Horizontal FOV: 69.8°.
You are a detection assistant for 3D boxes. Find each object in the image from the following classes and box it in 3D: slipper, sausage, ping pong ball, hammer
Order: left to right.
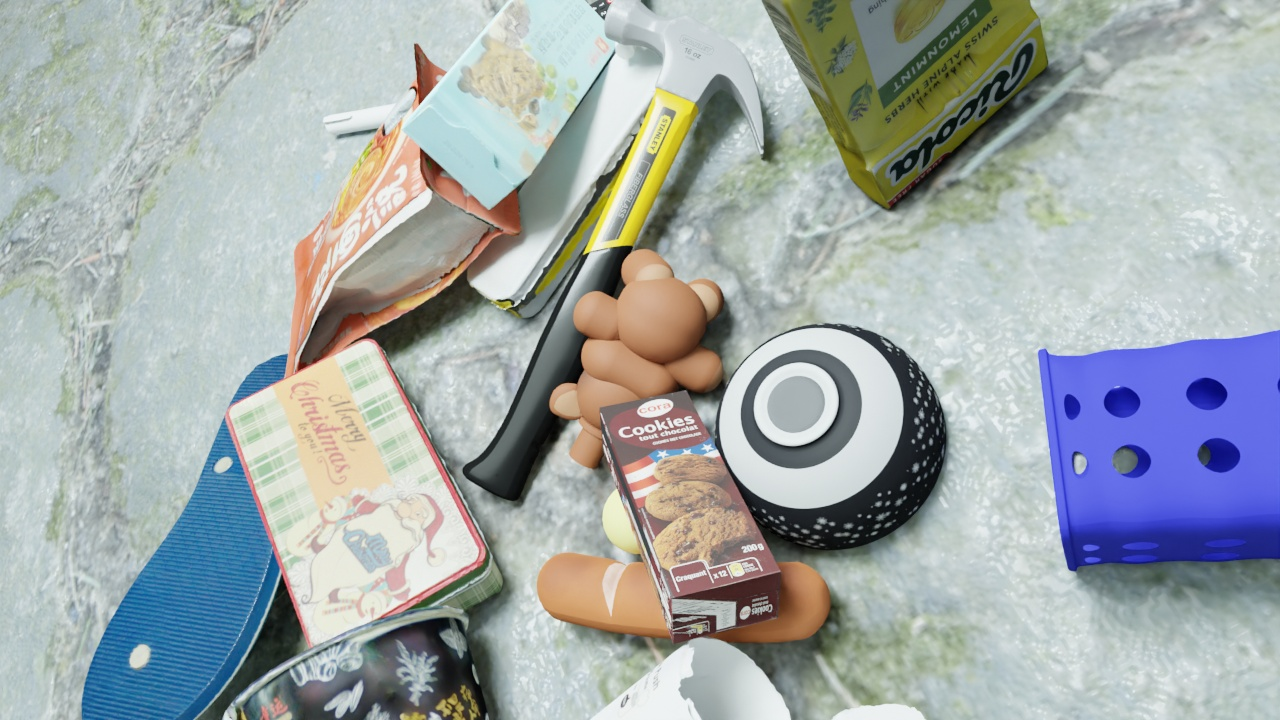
[{"bbox_3d":[-0.277,0.126,0.642,0.118,0.060,0.294,-3,56,22],"label":"slipper"},{"bbox_3d":[-0.023,-0.063,0.579,0.127,0.029,0.323,25,89,8],"label":"hammer"},{"bbox_3d":[-0.001,0.088,0.514,0.040,0.040,0.040,-11,65,25],"label":"ping pong ball"},{"bbox_3d":[0.019,0.126,0.485,0.164,0.044,0.039,-4,34,27],"label":"sausage"}]

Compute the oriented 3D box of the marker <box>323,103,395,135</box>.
[{"bbox_3d":[-0.209,-0.204,0.760,0.134,0.020,0.017,0,80,29],"label":"marker"}]

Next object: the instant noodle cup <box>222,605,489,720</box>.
[{"bbox_3d":[-0.136,0.215,0.491,0.137,0.137,0.112,-35,66,12],"label":"instant noodle cup"}]

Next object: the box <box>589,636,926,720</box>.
[{"bbox_3d":[0.049,0.185,0.425,0.126,0.084,0.156,42,114,0],"label":"box"}]

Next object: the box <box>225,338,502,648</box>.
[{"bbox_3d":[-0.180,0.085,0.584,0.117,0.051,0.205,-26,54,-14],"label":"box"}]

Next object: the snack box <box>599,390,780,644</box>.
[{"bbox_3d":[0.020,0.073,0.468,0.051,0.032,0.140,-11,36,-11],"label":"snack box"}]

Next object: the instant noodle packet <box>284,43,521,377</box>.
[{"bbox_3d":[-0.195,-0.096,0.678,0.221,0.084,0.164,-38,45,27],"label":"instant noodle packet"}]

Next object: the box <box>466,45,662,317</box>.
[{"bbox_3d":[-0.043,-0.126,0.628,0.064,0.037,0.209,34,89,38],"label":"box"}]

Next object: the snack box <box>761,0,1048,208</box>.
[{"bbox_3d":[0.136,-0.171,0.461,0.121,0.181,0.045,-42,52,6],"label":"snack box"}]

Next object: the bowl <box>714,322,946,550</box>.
[{"bbox_3d":[0.090,0.032,0.471,0.120,0.066,0.120,-11,65,25],"label":"bowl"}]

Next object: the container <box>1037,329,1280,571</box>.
[{"bbox_3d":[0.233,0.038,0.381,0.114,0.084,0.085,-8,65,25],"label":"container"}]

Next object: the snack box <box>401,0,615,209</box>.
[{"bbox_3d":[-0.080,-0.185,0.606,0.053,0.075,0.174,-24,31,44],"label":"snack box"}]

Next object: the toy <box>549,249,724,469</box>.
[{"bbox_3d":[-0.003,0.003,0.542,0.095,0.065,0.128,27,102,-6],"label":"toy"}]

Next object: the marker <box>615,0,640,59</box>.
[{"bbox_3d":[-0.007,-0.264,0.655,0.017,0.017,0.145,-15,49,23],"label":"marker"}]

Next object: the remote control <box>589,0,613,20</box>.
[{"bbox_3d":[-0.065,-0.236,0.697,0.147,0.015,0.033,-22,61,19],"label":"remote control"}]
